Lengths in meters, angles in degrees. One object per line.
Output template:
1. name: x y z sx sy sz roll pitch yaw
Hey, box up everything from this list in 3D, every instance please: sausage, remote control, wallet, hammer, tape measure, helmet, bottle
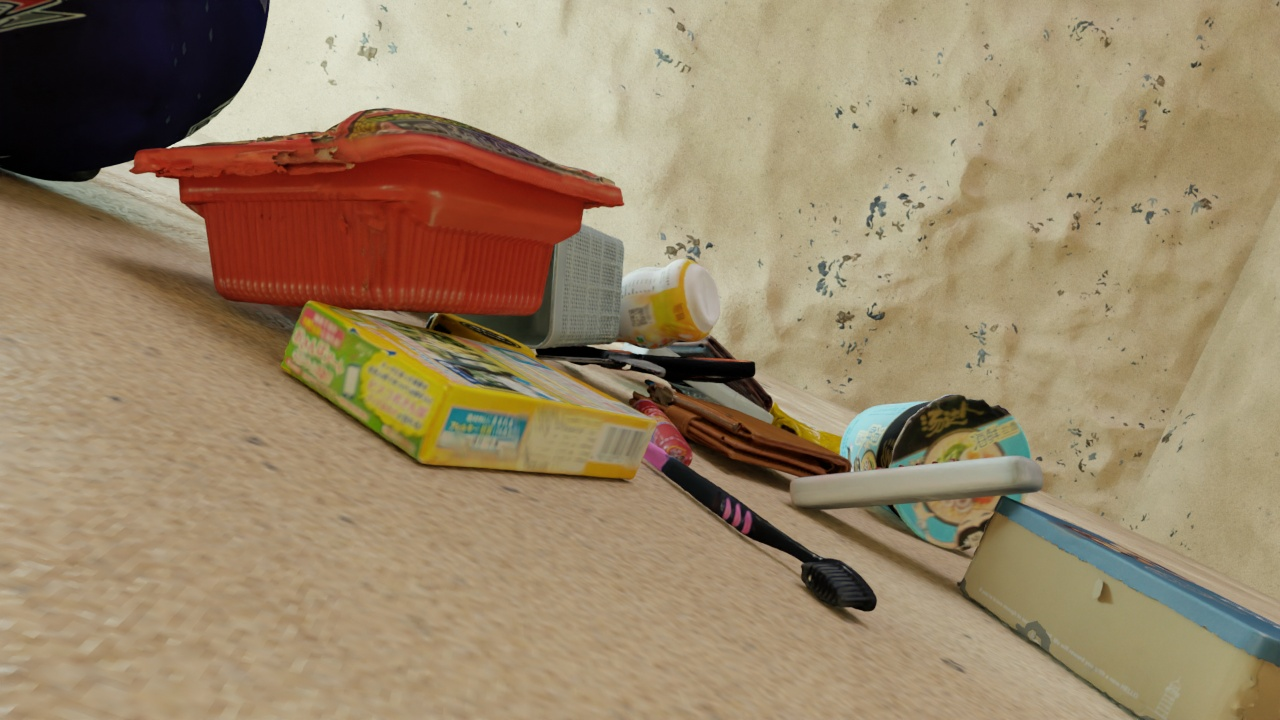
1. sausage: 0.010 0.041 0.544 0.020 0.020 0.156 23 4 -10
2. remote control: 0.156 0.071 0.527 0.136 0.020 0.055 -11 -17 32
3. wallet: 0.066 0.050 0.640 0.107 0.031 0.132 18 1 -34
4. hammer: 0.236 0.102 0.942 0.300 0.033 0.129 20 7 -41
5. tape measure: -0.087 -0.002 0.493 0.060 0.029 0.057 22 3 -20
6. helmet: -0.353 -0.243 0.524 0.239 0.248 0.315 -9 36 -47
7. remote control: 0.050 0.023 0.826 0.150 0.021 0.058 31 -9 -23
8. bottle: 0.004 -0.039 0.699 0.109 0.063 0.063 -10 -13 29
9. wallet: 0.058 0.009 0.875 0.101 0.032 0.124 10 -22 44

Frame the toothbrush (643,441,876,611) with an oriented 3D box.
1. toothbrush: 0.037 0.066 0.419 0.017 0.014 0.189 6 12 -33

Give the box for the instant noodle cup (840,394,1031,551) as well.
1. instant noodle cup: 0.212 0.078 0.698 0.111 0.111 0.120 22 -4 -12

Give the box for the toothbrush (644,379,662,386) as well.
1. toothbrush: 0.043 0.041 0.806 0.014 0.016 0.190 18 3 -26

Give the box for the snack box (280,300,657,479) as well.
1. snack box: -0.064 0.015 0.381 0.087 0.034 0.140 26 3 31

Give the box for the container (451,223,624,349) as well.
1. container: -0.070 -0.054 0.640 0.090 0.090 0.111 5 2 26

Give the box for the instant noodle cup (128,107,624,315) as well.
1. instant noodle cup: -0.121 -0.063 0.434 0.189 0.079 0.164 6 4 30

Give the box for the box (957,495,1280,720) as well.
1. box: 0.240 0.128 0.430 0.089 0.061 0.184 21 3 -22

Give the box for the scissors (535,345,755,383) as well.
1. scissors: -0.009 0.003 0.669 0.220 0.021 0.235 4 3 -28
